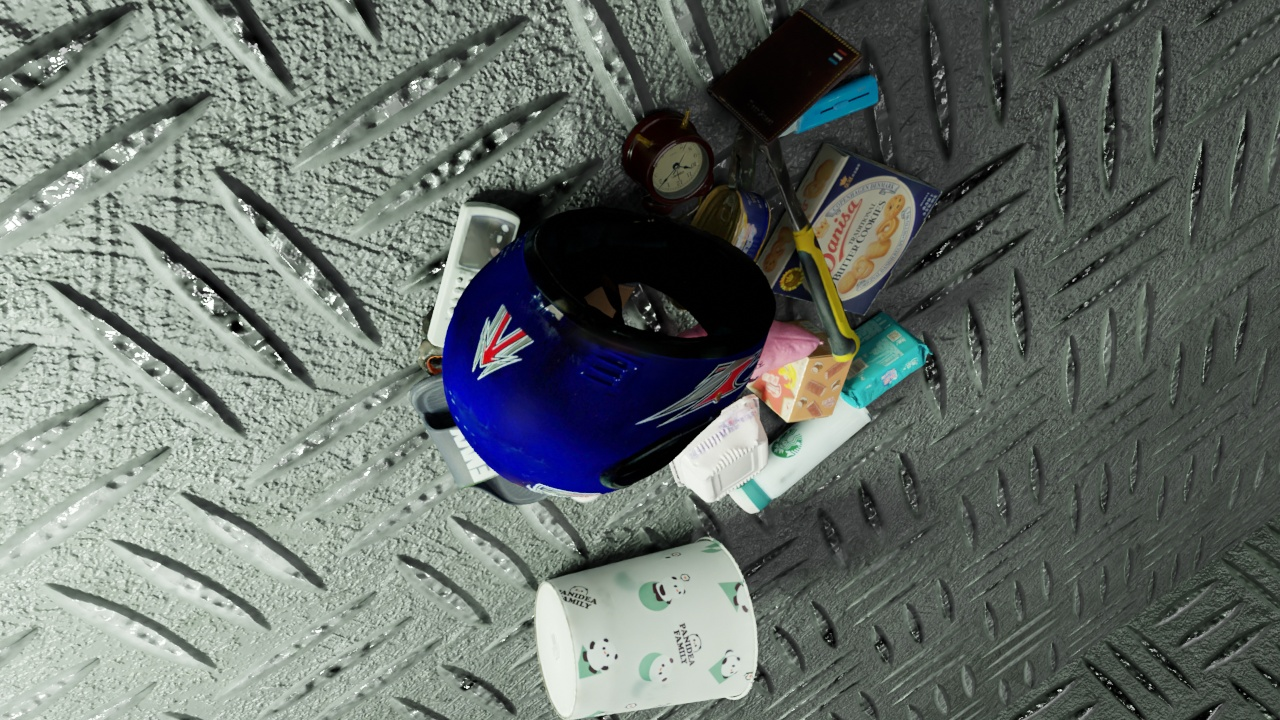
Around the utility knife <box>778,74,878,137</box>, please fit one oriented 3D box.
[{"bbox_3d":[0.187,-0.257,0.943,0.193,0.018,0.034,-30,131,-36],"label":"utility knife"}]

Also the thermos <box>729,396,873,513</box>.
[{"bbox_3d":[0.221,0.128,1.303,0.224,0.073,0.073,-41,137,5],"label":"thermos"}]

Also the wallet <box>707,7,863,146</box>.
[{"bbox_3d":[0.139,-0.275,0.887,0.122,0.096,0.020,-42,150,5],"label":"wallet"}]

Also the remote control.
[{"bbox_3d":[-0.163,-0.080,0.896,0.058,0.021,0.150,7,112,-31],"label":"remote control"}]

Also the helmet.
[{"bbox_3d":[-0.037,0.003,0.872,0.314,0.247,0.241,-11,143,-47],"label":"helmet"}]

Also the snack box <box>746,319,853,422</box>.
[{"bbox_3d":[0.199,0.012,1.163,0.077,0.093,0.094,-6,123,-32],"label":"snack box"}]

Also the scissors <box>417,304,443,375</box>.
[{"bbox_3d":[-0.116,-0.025,0.964,0.235,0.021,0.143,-14,128,-9],"label":"scissors"}]

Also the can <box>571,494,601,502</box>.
[{"bbox_3d":[-0.071,0.111,1.113,0.053,0.053,0.133,-19,134,-18],"label":"can"}]

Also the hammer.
[{"bbox_3d":[0.177,-0.126,0.995,0.125,0.032,0.323,-49,128,-29],"label":"hammer"}]

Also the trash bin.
[{"bbox_3d":[-0.001,0.379,1.274,0.251,0.229,0.230,-5,128,-23],"label":"trash bin"}]

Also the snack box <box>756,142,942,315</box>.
[{"bbox_3d":[0.246,-0.151,1.096,0.182,0.045,0.178,8,121,-37],"label":"snack box"}]

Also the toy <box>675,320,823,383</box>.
[{"bbox_3d":[0.120,-0.016,1.049,0.178,0.074,0.195,-8,166,4],"label":"toy"}]

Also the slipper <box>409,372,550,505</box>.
[{"bbox_3d":[-0.157,0.105,1.020,0.111,0.083,0.268,-22,140,5],"label":"slipper"}]

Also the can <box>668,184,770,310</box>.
[{"bbox_3d":[0.085,-0.119,1.001,0.049,0.074,0.148,5,122,-38],"label":"can"}]

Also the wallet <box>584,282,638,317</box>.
[{"bbox_3d":[-0.056,-0.067,0.988,0.090,0.033,0.115,12,120,-35],"label":"wallet"}]

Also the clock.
[{"bbox_3d":[0.032,-0.192,0.919,0.082,0.055,0.122,-29,138,-9],"label":"clock"}]

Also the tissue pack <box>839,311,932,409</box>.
[{"bbox_3d":[0.310,-0.002,1.229,0.133,0.093,0.050,-35,132,-1],"label":"tissue pack"}]

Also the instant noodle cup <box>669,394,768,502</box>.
[{"bbox_3d":[0.110,0.126,1.198,0.138,0.060,0.173,-32,155,-6],"label":"instant noodle cup"}]
